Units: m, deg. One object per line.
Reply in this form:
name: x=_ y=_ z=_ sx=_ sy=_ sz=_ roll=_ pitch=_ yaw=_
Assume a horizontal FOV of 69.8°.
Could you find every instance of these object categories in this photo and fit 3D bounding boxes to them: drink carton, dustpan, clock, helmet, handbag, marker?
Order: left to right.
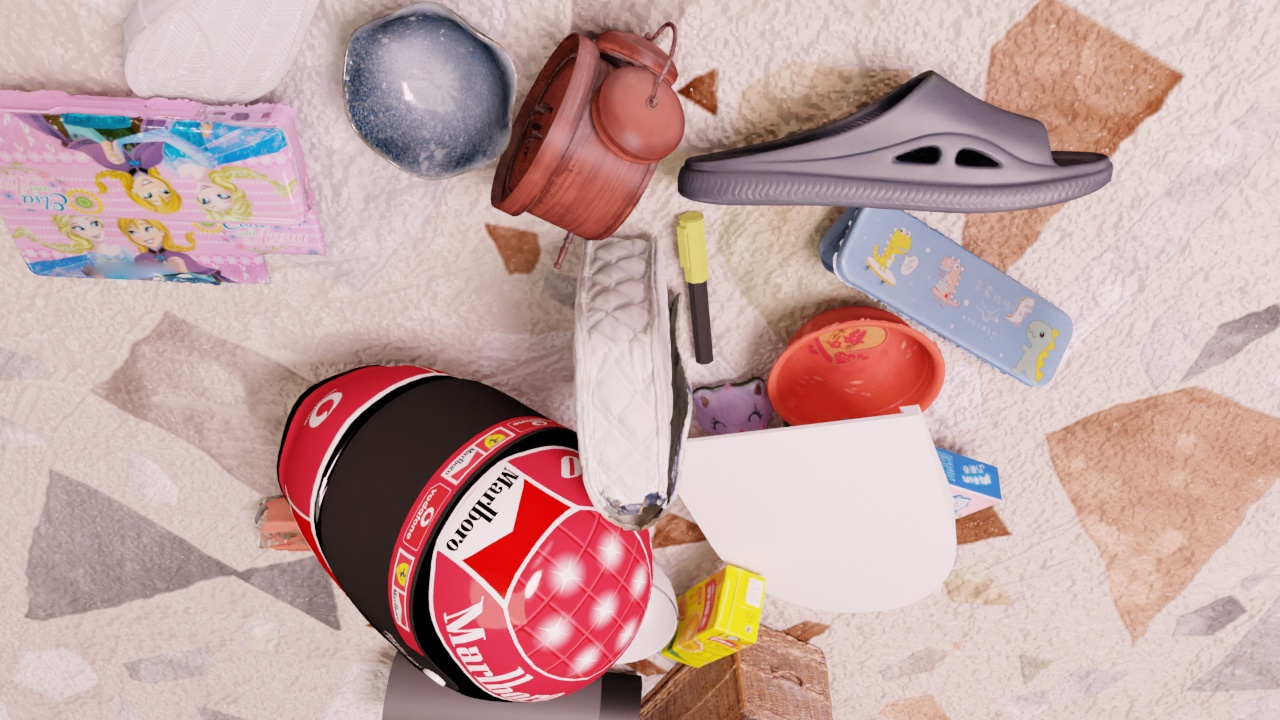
helmet: x=-0.106 y=0.130 z=0.658 sx=0.197 sy=0.225 sz=0.271 roll=-53 pitch=131 yaw=-20
clock: x=-0.028 y=-0.144 z=0.571 sx=0.072 sy=0.120 sz=0.158 roll=24 pitch=128 yaw=-23
handbag: x=-0.004 y=0.004 z=0.619 sx=0.072 sy=0.194 sz=0.139 roll=-2 pitch=120 yaw=1
marker: x=0.042 y=-0.051 z=0.687 sx=0.021 sy=0.017 sz=0.124 roll=-33 pitch=131 yaw=-33
drink carton: x=0.064 y=0.227 z=0.804 sx=0.043 sy=0.058 sz=0.135 roll=21 pitch=149 yaw=-8
dustpan: x=0.147 y=0.114 z=0.730 sx=0.192 sy=0.053 sz=0.258 roll=-9 pitch=135 yaw=23

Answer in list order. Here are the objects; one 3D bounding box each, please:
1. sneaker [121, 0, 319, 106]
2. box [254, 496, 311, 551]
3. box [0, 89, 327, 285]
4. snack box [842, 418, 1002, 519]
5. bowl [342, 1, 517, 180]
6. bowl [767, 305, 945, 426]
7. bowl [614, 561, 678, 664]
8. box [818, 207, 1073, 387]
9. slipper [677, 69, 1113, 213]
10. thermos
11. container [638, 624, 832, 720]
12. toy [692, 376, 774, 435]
sneaker: x=-0.233 y=-0.242 z=0.542 sx=0.089 sy=0.090 sz=0.243 roll=14 pitch=146 yaw=-43
box: x=-0.239 y=0.136 z=0.792 sx=0.188 sy=0.056 sz=0.064 roll=-1 pitch=86 yaw=-1
box: x=-0.339 y=-0.105 z=0.626 sx=0.230 sy=0.035 sz=0.160 roll=2 pitch=137 yaw=-2
snack box: x=0.201 y=0.095 z=0.739 sx=0.154 sy=0.033 sz=0.088 roll=18 pitch=148 yaw=-20
bowl: x=-0.131 y=-0.175 z=0.588 sx=0.110 sy=0.055 sz=0.110 roll=0 pitch=122 yaw=0
bowl: x=0.160 y=0.002 z=0.696 sx=0.130 sy=0.045 sz=0.131 roll=1 pitch=137 yaw=1
bowl: x=-0.024 y=0.213 z=0.827 sx=0.113 sy=0.063 sz=0.114 roll=0 pitch=122 yaw=0
box: x=0.227 y=-0.044 z=0.659 sx=0.210 sy=0.058 sz=0.068 roll=26 pitch=117 yaw=-22
slipper: x=0.157 y=-0.142 z=0.590 sx=0.268 sy=0.110 sz=0.083 roll=0 pitch=107 yaw=7
thermos: x=-0.122 y=0.338 z=0.895 sx=0.240 sy=0.082 sz=0.082 roll=7 pitch=122 yaw=-4
container: x=0.086 y=0.357 z=0.889 sx=0.113 sy=0.112 sz=0.199 roll=28 pitch=119 yaw=-17
toy: x=0.073 y=0.060 z=0.747 sx=0.080 sy=0.036 sz=0.100 roll=-12 pitch=123 yaw=8
